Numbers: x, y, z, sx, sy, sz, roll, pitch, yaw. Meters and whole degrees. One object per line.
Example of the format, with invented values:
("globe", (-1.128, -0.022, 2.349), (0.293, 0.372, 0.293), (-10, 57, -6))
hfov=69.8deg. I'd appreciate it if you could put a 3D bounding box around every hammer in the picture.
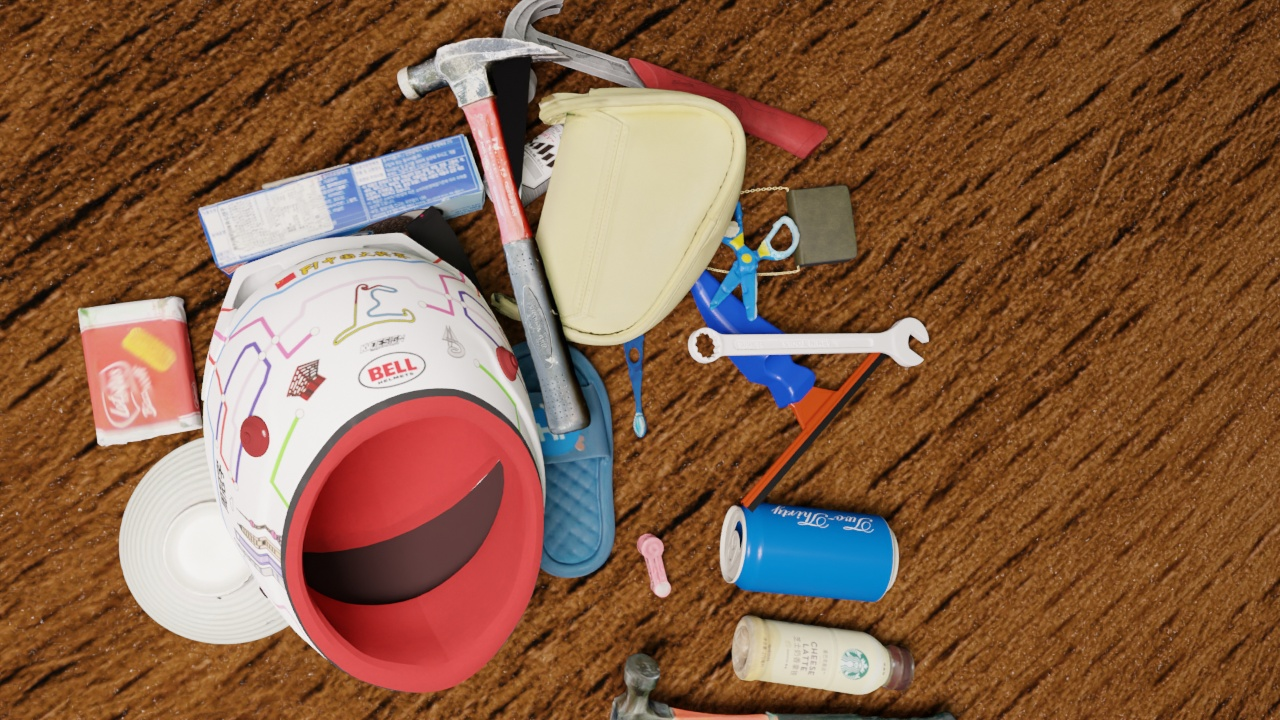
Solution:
("hammer", (0.027, -0.250, 0.842), (0.315, 0.036, 0.126), (14, 59, -15))
("hammer", (-0.091, -0.100, 0.749), (0.141, 0.036, 0.326), (-14, 95, 15))
("hammer", (0.136, 0.329, 0.818), (0.333, 0.033, 0.133), (7, 113, -12))

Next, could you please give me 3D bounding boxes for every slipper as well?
("slipper", (-0.068, 0.085, 0.805), (0.103, 0.059, 0.213), (-11, 90, -13))

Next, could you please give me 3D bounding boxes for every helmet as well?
("helmet", (-0.199, 0.064, 0.694), (0.230, 0.236, 0.315), (-17, 123, -25))

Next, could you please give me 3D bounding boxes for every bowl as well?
("bowl", (-0.338, 0.148, 0.744), (0.177, 0.071, 0.177), (1, 87, -11))

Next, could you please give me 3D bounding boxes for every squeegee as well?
("squeegee", (0.108, -0.011, 0.844), (0.185, 0.055, 0.248), (49, 62, -4))

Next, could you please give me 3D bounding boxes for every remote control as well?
("remote control", (-0.158, -0.070, 0.786), (0.039, 0.010, 0.125), (-50, 129, -36))

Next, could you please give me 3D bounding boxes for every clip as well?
("clip", (0.015, 0.185, 0.826), (0.022, 0.037, 0.058), (-17, 94, -15))

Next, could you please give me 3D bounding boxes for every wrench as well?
("wrench", (0.161, -0.015, 0.834), (0.272, 0.009, 0.047), (-1, 81, -29))

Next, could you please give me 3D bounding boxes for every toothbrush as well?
("toothbrush", (-0.005, 0.005, 0.841), (0.021, 0.016, 0.132), (-5, 88, -1))

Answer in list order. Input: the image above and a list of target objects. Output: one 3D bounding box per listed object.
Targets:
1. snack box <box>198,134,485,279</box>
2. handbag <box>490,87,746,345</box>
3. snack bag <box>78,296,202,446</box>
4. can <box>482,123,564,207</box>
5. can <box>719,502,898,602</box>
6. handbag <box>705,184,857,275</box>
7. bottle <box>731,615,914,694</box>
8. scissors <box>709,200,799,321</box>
("snack box", (-0.248, -0.130, 0.782), (0.226, 0.059, 0.059), (-19, 88, -12))
("handbag", (-0.015, -0.119, 0.790), (0.191, 0.088, 0.233), (18, 101, 5))
("snack bag", (-0.410, 0.008, 0.755), (0.077, 0.036, 0.116), (-9, 89, -12))
("can", (-0.089, -0.176, 0.822), (0.106, 0.044, 0.044), (-38, 94, -10))
("can", (0.152, 0.173, 0.830), (0.146, 0.079, 0.079), (8, 85, -10))
("handbag", (0.112, -0.121, 0.871), (0.178, 0.027, 0.084), (-7, 87, -6))
("bottle", (0.168, 0.272, 0.839), (0.162, 0.056, 0.056), (11, 85, -10))
("scissors", (0.106, -0.088, 0.837), (0.105, 0.019, 0.131), (0, 68, -4))
